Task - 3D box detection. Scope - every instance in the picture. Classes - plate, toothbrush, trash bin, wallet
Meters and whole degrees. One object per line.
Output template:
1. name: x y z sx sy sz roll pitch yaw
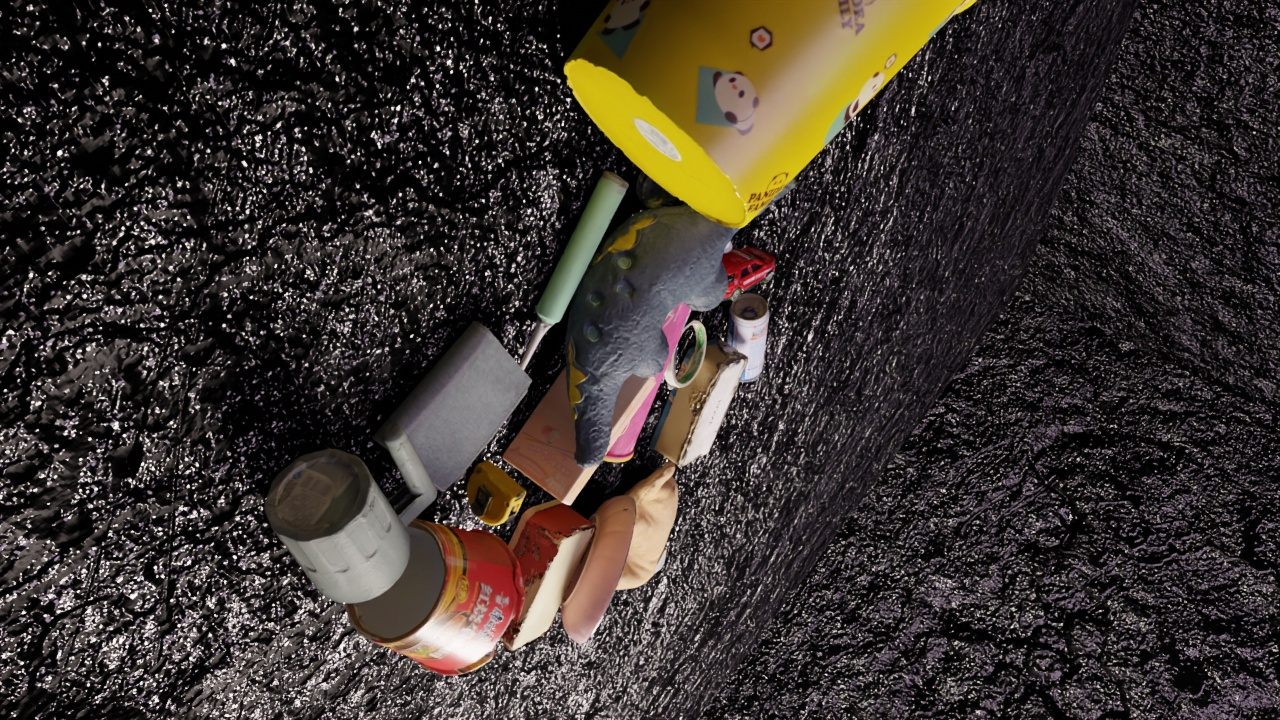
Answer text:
1. plate: -0.061 0.256 1.155 0.192 0.039 0.192 -159 -89 -80
2. toothbrush: -0.072 -0.068 0.840 0.225 0.026 0.027 -62 -162 11
3. trash bin: 0.091 -0.257 0.699 0.255 0.229 0.229 -50 155 -2
4. wallet: -0.160 0.042 0.798 0.129 0.037 0.106 -51 144 -14

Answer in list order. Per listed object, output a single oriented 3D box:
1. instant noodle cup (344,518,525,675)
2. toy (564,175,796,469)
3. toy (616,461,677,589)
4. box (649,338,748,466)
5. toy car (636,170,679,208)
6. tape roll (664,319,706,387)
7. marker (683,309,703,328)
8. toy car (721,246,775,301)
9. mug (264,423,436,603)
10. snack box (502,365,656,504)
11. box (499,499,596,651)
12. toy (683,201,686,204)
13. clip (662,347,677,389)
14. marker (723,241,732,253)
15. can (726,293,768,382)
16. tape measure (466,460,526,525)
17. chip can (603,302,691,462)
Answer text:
1. instant noodle cup: -0.193 0.208 0.834 0.138 0.138 0.108 -54 147 -6
2. toy: 0.011 -0.066 0.880 0.138 0.091 0.356 37 90 -21
3. toy: 0.008 0.213 1.267 0.143 0.082 0.226 -49 157 -59
4. box: 0.077 0.063 1.244 0.089 0.059 0.185 -17 137 -54
5. toy car: 0.034 -0.178 0.894 0.090 0.034 0.043 -21 144 -32
6. tape roll: 0.055 -0.010 1.137 0.085 0.014 0.086 -33 131 -49
7. marker: 0.066 -0.063 1.114 0.131 0.020 0.022 -39 134 -35
8. toy car: 0.119 -0.110 1.115 0.120 0.053 0.045 -29 142 -44
9. mug: -0.220 0.115 0.719 0.123 0.084 0.103 -46 151 -26
10. snack box: -0.063 0.060 0.942 0.157 0.084 0.026 -55 160 -4
11. box: -0.118 0.258 1.088 0.091 0.077 0.168 -7 125 -61
12. toy: 0.076 -0.182 0.973 0.091 0.030 0.097 -42 158 -39
13. clip: 0.035 0.009 1.144 0.024 0.029 0.057 -36 142 -49
14. marker: 0.090 -0.139 1.034 0.018 0.022 0.130 -55 168 4
15. can: 0.146 -0.030 1.260 0.053 0.053 0.135 -44 153 -27
16. tape measure: -0.147 0.134 0.906 0.028 0.060 0.057 -22 143 -52
17. chip can: -0.006 0.006 0.998 0.071 0.071 0.211 -16 133 -56
